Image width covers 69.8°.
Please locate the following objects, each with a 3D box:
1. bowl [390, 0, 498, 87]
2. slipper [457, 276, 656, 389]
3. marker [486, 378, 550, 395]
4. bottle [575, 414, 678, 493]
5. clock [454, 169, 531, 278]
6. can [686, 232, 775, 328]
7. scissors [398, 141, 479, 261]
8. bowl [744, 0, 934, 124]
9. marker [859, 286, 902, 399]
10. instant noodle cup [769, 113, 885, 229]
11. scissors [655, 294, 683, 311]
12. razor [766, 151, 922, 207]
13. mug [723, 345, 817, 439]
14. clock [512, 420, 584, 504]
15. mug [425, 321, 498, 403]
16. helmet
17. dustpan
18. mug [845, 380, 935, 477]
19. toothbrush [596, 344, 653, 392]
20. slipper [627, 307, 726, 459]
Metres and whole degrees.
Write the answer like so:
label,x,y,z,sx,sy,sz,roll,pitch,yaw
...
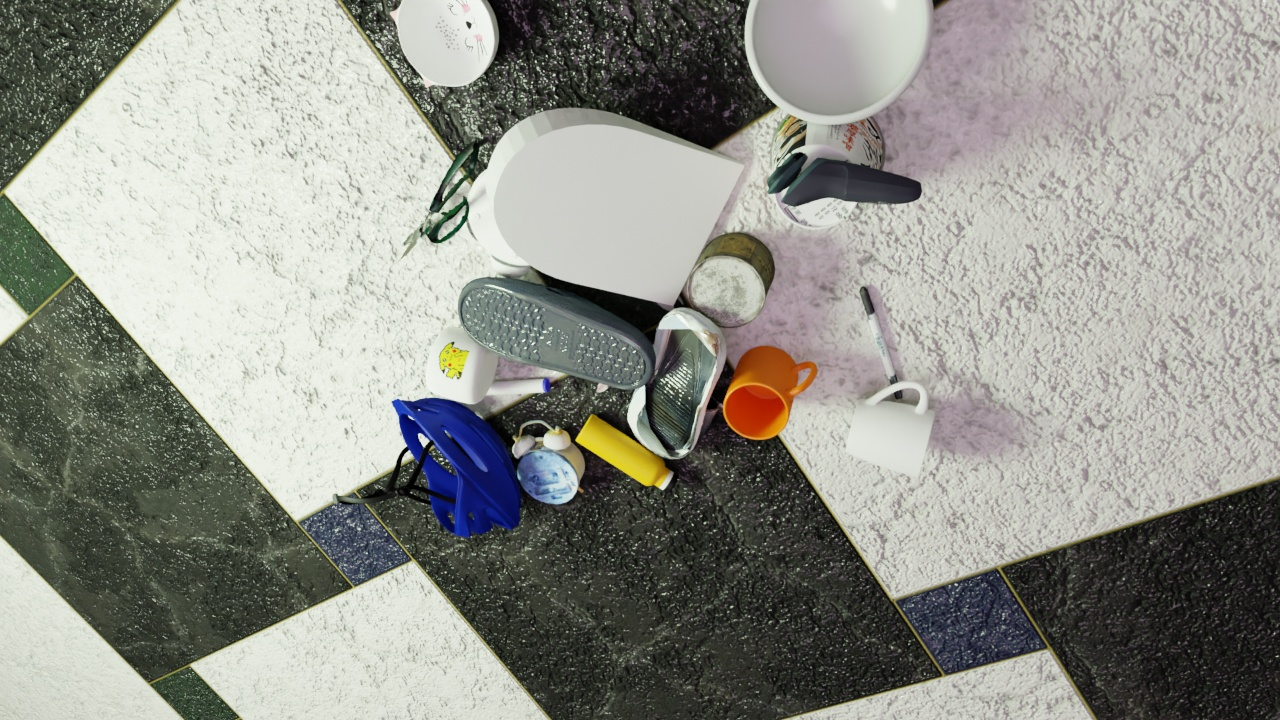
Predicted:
label,x,y,z,sx,sy,sz,roll,pitch,yaw
bowl,-0.206,-0.367,1.018,0.115,0.050,0.115,7,119,13
slipper,-0.097,-0.048,1.131,0.268,0.083,0.111,19,131,14
marker,-0.191,0.037,1.252,0.142,0.020,0.020,-4,116,18
bottle,-0.016,0.128,1.232,0.143,0.043,0.043,33,122,-2
clock,-0.144,-0.175,1.090,0.161,0.072,0.125,-38,102,30
can,0.105,-0.093,1.057,0.090,0.074,0.090,8,121,14
scissors,-0.250,-0.193,1.128,0.015,0.137,0.210,20,159,-33
bowl,0.194,-0.322,0.900,0.177,0.066,0.177,4,104,14
marker,0.283,-0.019,1.079,0.011,0.011,0.152,-15,113,24
instant noodle cup,0.187,-0.196,0.947,0.124,0.121,0.124,7,119,13
scissors,-0.017,-0.115,1.116,0.155,0.019,0.126,3,120,14
razor,0.192,-0.165,0.866,0.143,0.047,0.052,10,95,9
mug,0.160,0.031,1.094,0.113,0.095,0.077,-26,107,27
clock,-0.127,0.138,1.267,0.089,0.051,0.125,-12,113,23
mug,-0.229,-0.004,1.205,0.068,0.094,0.115,16,84,7
helmet,-0.284,0.167,1.238,0.241,0.227,0.148,58,151,-8
dustpan,-0.042,-0.179,1.028,0.257,0.053,0.192,11,122,-27
mug,0.298,0.073,1.086,0.088,0.080,0.114,14,114,17
toothbrush,-0.007,0.007,1.180,0.135,0.016,0.021,-33,106,29
slipper,0.053,0.031,1.136,0.111,0.063,0.264,38,144,19
